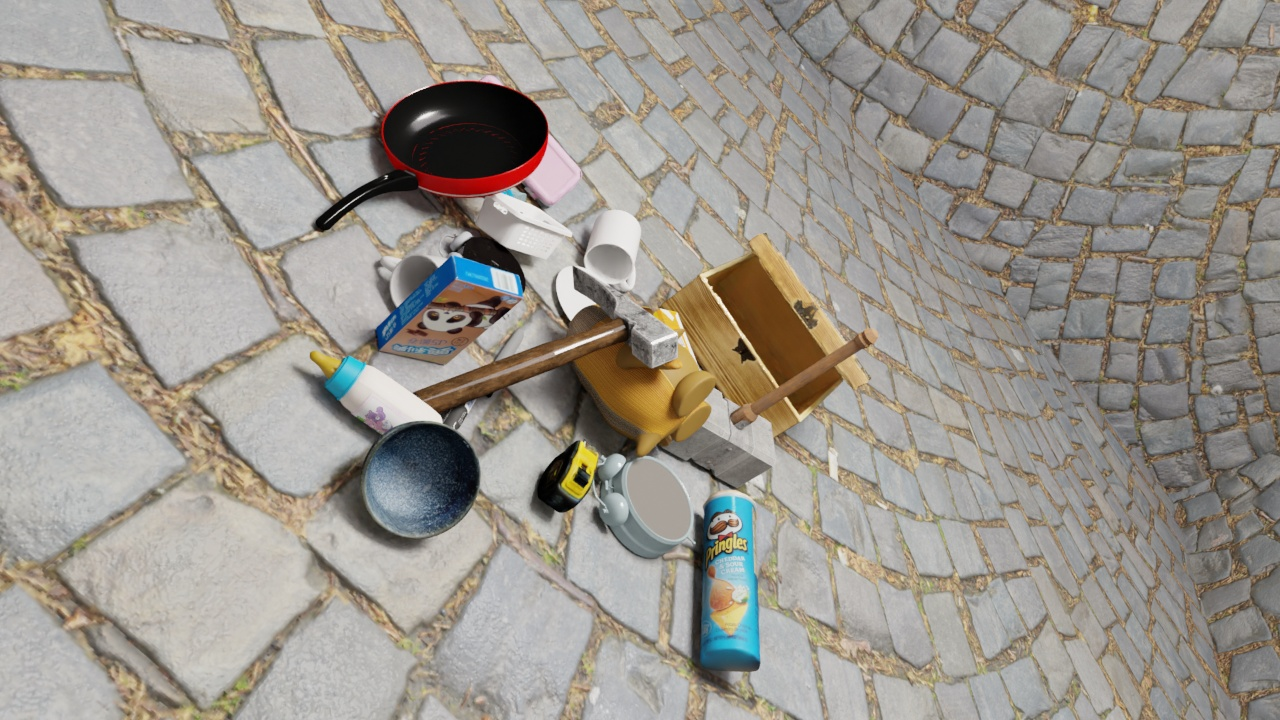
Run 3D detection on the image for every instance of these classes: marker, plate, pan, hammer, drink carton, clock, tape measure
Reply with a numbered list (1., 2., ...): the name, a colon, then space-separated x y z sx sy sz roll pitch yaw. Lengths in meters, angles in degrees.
1. marker: -0.166 0.003 1.112 0.138 0.016 0.022 -67 146 -54
2. plate: -0.070 -0.075 1.302 0.134 0.011 0.134 31 39 -30
3. marker: -0.204 0.069 0.995 0.023 0.021 0.144 36 36 -12
4. pan: -0.262 -0.242 1.136 0.209 0.067 0.355 28 53 17
5. hammer: -0.136 -0.017 1.065 0.299 0.037 0.218 -22 38 -27
6. drink carton: 0.039 -0.013 1.335 0.041 0.058 0.122 8 54 -48
7. clock: -0.202 -0.114 1.154 0.122 0.035 0.094 35 37 -24
8. tape measure: -0.084 0.134 1.038 0.042 0.072 0.072 42 28 -24
9. hammer: 0.186 0.044 1.227 0.162 0.319 0.082 31 39 -31
10. clock: 0.001 0.174 1.130 0.159 0.045 0.122 30 39 -33

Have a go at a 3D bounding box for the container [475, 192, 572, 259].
1. container: -0.159 -0.178 1.216 0.081 0.049 0.129 37 13 25

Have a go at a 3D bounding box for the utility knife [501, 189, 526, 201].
1. utility knife: -0.221 -0.240 1.266 0.173 0.015 0.031 5 61 -51

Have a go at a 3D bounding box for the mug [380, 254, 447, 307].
1. mug: -0.247 -0.093 1.061 0.107 0.071 0.089 30 13 17

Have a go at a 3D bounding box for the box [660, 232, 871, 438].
1. box: 0.233 -0.056 1.483 0.279 0.216 0.256 54 31 4

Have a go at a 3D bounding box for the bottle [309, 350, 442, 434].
1. bottle: -0.269 0.036 0.919 0.146 0.051 0.051 39 36 -21

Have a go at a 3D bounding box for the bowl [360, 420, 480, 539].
1. bowl: -0.218 0.110 0.891 0.114 0.061 0.114 -4 98 -26

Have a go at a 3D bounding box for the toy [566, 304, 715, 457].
1. toy: -0.007 0.007 1.179 0.162 0.199 0.203 -36 65 -21

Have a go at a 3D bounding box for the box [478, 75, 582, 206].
1. box: -0.181 -0.318 1.354 0.202 0.088 0.095 46 0 -12

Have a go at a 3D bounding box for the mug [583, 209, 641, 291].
1. mug: -0.034 -0.156 1.378 0.090 0.074 0.110 -80 151 -48

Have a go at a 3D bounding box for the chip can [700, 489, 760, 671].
1. chip can: 0.112 0.275 1.147 0.080 0.080 0.229 35 38 -26

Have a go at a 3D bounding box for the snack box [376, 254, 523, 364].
1. snack box: -0.205 -0.050 0.983 0.087 0.152 0.034 15 50 -43
